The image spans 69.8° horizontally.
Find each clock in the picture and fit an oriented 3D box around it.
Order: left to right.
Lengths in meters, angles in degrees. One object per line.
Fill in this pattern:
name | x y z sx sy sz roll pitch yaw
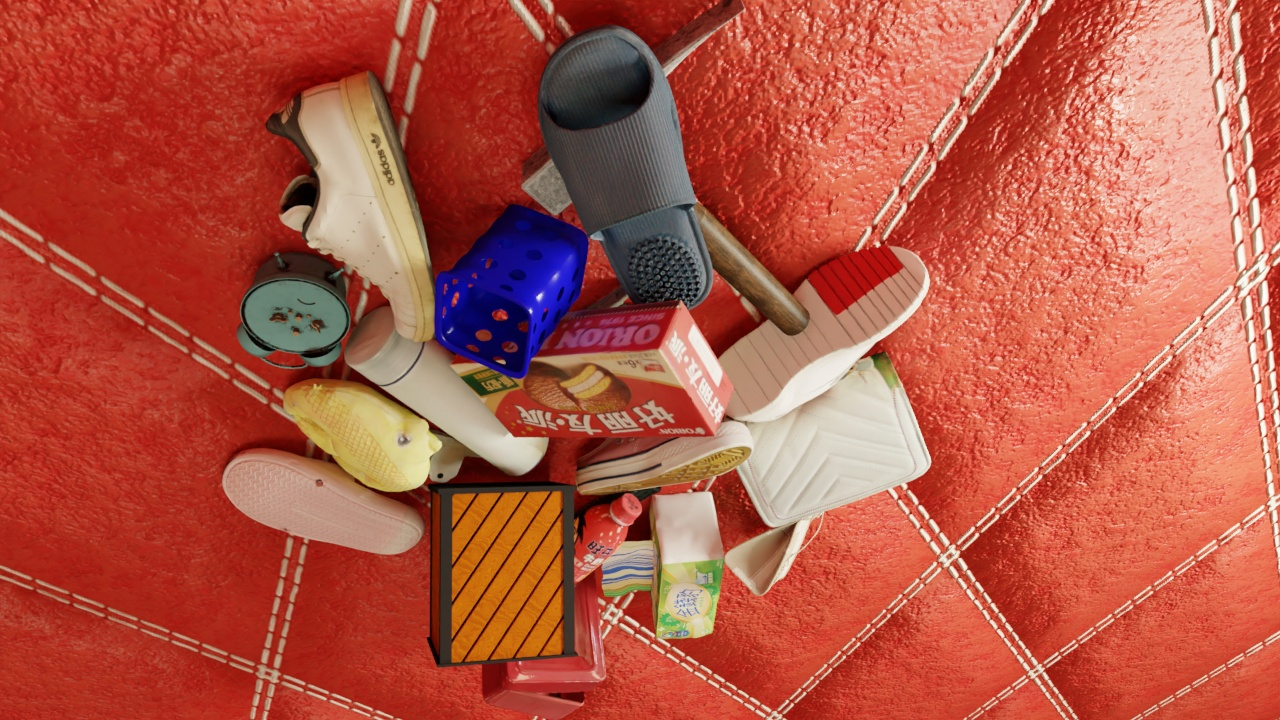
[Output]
clock | -0.302 -0.039 0.803 0.090 0.053 0.125 13 132 -23

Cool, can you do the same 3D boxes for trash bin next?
trash bin | -0.151 0.219 0.980 0.139 0.171 0.140 1 175 -17

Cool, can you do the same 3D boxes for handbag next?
handbag | 0.203 0.188 1.115 0.198 0.062 0.175 -47 164 6
handbag | 0.198 0.081 1.008 0.199 0.096 0.142 -21 121 12

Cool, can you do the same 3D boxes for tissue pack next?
tissue pack | 0.021 0.262 1.154 0.141 0.120 0.198 -4 130 -5

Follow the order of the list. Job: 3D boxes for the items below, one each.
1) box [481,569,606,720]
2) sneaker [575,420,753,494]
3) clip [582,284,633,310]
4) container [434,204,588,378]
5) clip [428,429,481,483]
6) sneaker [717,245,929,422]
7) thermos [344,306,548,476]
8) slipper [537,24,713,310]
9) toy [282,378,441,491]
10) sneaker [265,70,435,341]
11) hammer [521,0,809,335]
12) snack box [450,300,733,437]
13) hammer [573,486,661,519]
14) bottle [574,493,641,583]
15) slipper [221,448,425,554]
box | -0.130 0.346 1.130 0.137 0.157 0.127 11 136 -21
sneaker | 0.018 0.085 0.975 0.118 0.087 0.242 10 158 -44
clip | -0.028 -0.048 0.873 0.076 0.023 0.061 -23 135 10
container | -0.104 -0.061 0.759 0.085 0.113 0.085 23 135 8
clip | -0.212 0.099 0.999 0.101 0.043 0.054 18 118 -27
sneaker | 0.187 -0.019 0.913 0.237 0.090 0.104 -40 151 19
thermos | -0.183 0.035 0.898 0.068 0.067 0.230 -29 134 19
slipper | -0.005 -0.117 0.697 0.101 0.082 0.264 -14 133 10
toy | -0.272 0.074 0.913 0.155 0.064 0.170 1 140 23
sneaker | -0.224 -0.103 0.722 0.102 0.088 0.242 -14 134 -10
hammer | 0.079 -0.132 0.773 0.218 0.037 0.300 -35 126 24
snack box | -0.047 0.014 0.827 0.237 0.060 0.113 -3 137 35
hammer | -0.107 0.222 1.140 0.319 0.032 0.130 -34 132 23
bottle | -0.052 0.202 1.064 0.062 0.061 0.138 24 125 -32
slipper | -0.338 0.151 0.997 0.221 0.055 0.107 27 124 -22
